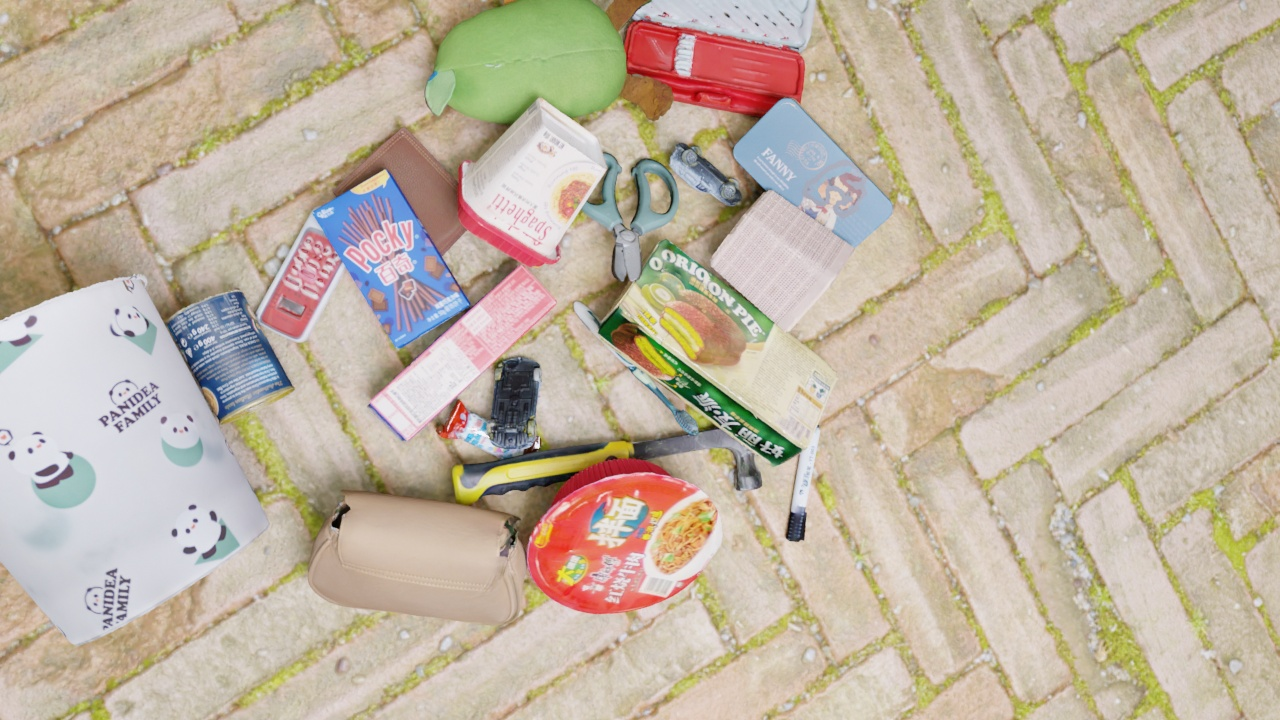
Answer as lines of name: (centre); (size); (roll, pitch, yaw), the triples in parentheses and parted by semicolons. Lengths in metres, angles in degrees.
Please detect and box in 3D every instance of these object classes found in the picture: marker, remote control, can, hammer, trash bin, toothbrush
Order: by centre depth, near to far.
trash bin: (-0.473, 0.088, 0.800); (0.229, 0.230, 0.252); (-31, 99, -9)
can: (-0.393, -0.004, 0.881); (0.075, 0.075, 0.111); (-28, 93, -9)
remote control: (-0.332, -0.087, 0.921); (0.056, 0.020, 0.136); (28, 85, -7)
hammer: (-0.032, 0.097, 0.948); (0.323, 0.032, 0.126); (-8, 88, -15)
toothbrush: (-0.006, 0.006, 0.949); (0.016, 0.018, 0.191); (-38, 77, -21)
marker: (0.179, 0.133, 1.003); (0.022, 0.018, 0.130); (12, 87, -18)

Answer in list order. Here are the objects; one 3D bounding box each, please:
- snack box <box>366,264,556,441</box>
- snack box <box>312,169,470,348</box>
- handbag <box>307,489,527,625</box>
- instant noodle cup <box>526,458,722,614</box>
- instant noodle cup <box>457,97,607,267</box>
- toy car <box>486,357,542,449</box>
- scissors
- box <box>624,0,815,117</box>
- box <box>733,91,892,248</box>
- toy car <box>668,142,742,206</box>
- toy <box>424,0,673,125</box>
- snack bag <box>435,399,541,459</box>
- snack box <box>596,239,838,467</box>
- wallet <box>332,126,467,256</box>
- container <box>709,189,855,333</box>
snack box: (-0.179, -0.008, 0.927); (0.207, 0.057, 0.058); (-43, 98, -8)
snack box: (-0.245, -0.100, 0.908); (0.084, 0.026, 0.157); (-31, 95, -1)
handbag: (-0.208, 0.184, 0.879); (0.204, 0.148, 0.099); (11, 49, -11)
instant noodle cup: (-0.019, 0.166, 0.914); (0.193, 0.065, 0.194); (-6, 125, -9)
instant noodle cup: (-0.103, -0.174, 0.889); (0.116, 0.116, 0.124); (29, 118, -29)
toy car: (-0.126, 0.044, 0.931); (0.049, 0.031, 0.105); (2, 55, 1)
scissors: (-0.001, -0.145, 0.939); (0.139, 0.019, 0.179); (-3, 57, -15)
box: (0.084, -0.350, 0.989); (0.201, 0.038, 0.157); (8, 86, -9)
box: (0.180, -0.199, 0.974); (0.184, 0.059, 0.090); (41, 112, -7)
toy car: (0.070, -0.197, 0.981); (0.090, 0.042, 0.034); (39, 110, -4)
toy: (-0.096, -0.303, 0.931); (0.246, 0.090, 0.227); (-8, 97, -4)
snack bag: (-0.155, 0.079, 0.943); (0.105, 0.026, 0.045); (27, 85, -12)
snack box: (0.082, -0.007, 0.943); (0.240, 0.063, 0.114); (36, 53, -7)
wallet: (-0.235, -0.160, 0.935); (0.101, 0.032, 0.124); (-45, 95, -5)
container: (0.143, -0.106, 0.949); (0.111, 0.090, 0.089); (39, 41, 1)
